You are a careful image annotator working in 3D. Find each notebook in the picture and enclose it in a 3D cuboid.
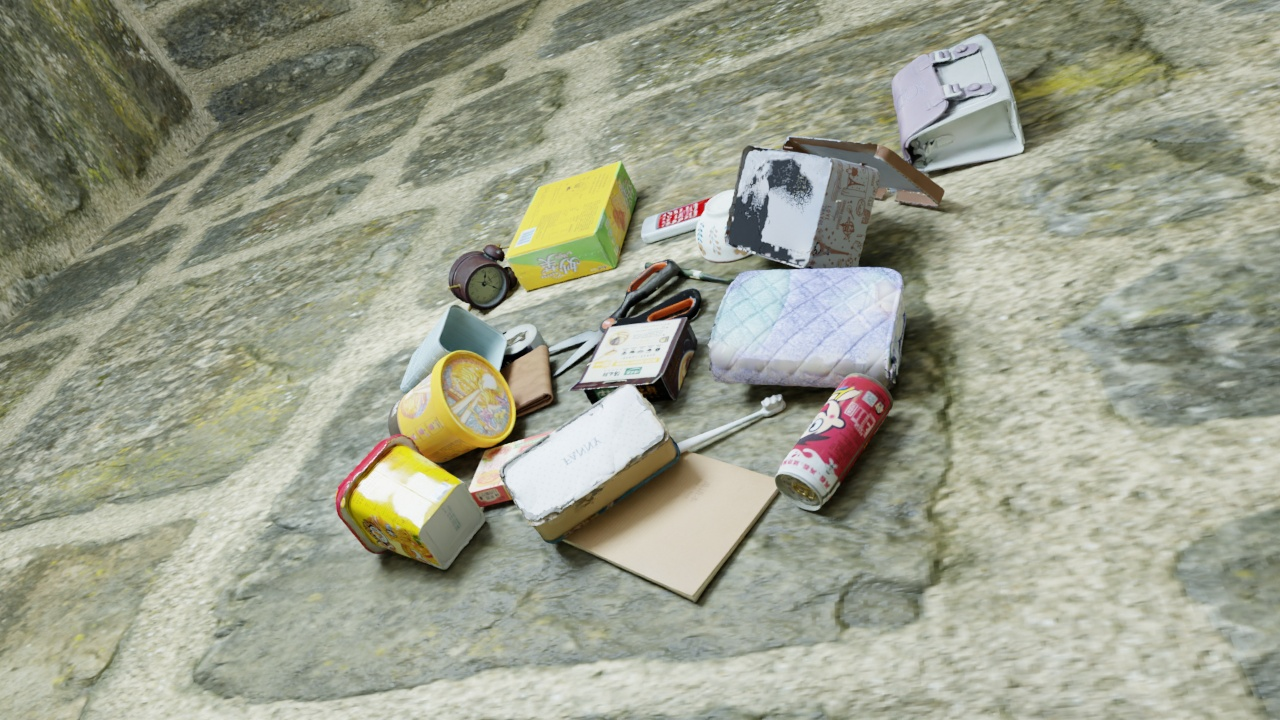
[{"bbox_3d":[0.019,0.147,0.914,0.212,0.012,0.149,13,50,44],"label":"notebook"}]

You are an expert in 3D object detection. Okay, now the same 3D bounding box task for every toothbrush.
[{"bbox_3d":[0.072,-0.117,1.220,0.186,0.012,0.017,15,47,46],"label":"toothbrush"},{"bbox_3d":[0.067,0.077,0.955,0.180,0.016,0.016,-24,33,0],"label":"toothbrush"}]

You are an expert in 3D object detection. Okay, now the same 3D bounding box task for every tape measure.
[{"bbox_3d":[-0.162,-0.018,1.238,0.066,0.033,0.065,-24,36,7],"label":"tape measure"}]

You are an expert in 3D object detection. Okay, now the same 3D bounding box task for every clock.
[{"bbox_3d":[-0.233,-0.127,1.388,0.121,0.082,0.055,-39,40,-14],"label":"clock"}]

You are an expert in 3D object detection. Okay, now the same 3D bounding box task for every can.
[{"bbox_3d":[0.180,0.075,0.854,0.053,0.053,0.132,13,51,44],"label":"can"}]

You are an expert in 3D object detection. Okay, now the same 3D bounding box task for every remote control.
[{"bbox_3d":[0.065,-0.207,1.335,0.136,0.020,0.055,-14,37,20],"label":"remote control"}]

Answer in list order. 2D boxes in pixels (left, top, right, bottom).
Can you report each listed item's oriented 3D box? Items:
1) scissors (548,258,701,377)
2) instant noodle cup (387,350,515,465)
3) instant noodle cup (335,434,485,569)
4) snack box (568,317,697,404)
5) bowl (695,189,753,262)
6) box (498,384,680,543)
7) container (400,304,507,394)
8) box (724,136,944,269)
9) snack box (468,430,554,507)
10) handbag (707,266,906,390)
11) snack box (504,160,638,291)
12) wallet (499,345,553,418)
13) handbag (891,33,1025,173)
[{"bbox_3d":[-0.019,-0.054,1.188,0.211,0.022,0.221,12,56,40],"label":"scissors"},{"bbox_3d":[-0.230,0.065,1.098,0.115,0.118,0.118,-31,29,30],"label":"instant noodle cup"},{"bbox_3d":[-0.247,0.161,1.005,0.124,0.116,0.115,17,54,32],"label":"instant noodle cup"},{"bbox_3d":[-0.006,0.006,1.077,0.113,0.053,0.125,-6,41,30],"label":"snack box"},{"bbox_3d":[0.123,-0.190,1.235,0.113,0.062,0.113,-18,34,13],"label":"bowl"},{"bbox_3d":[-0.046,0.100,0.932,0.184,0.060,0.089,-31,57,-7],"label":"box"},{"bbox_3d":[-0.246,0.005,1.191,0.112,0.090,0.090,-40,27,32],"label":"container"},{"bbox_3d":[0.238,-0.189,1.122,0.193,0.157,0.183,6,13,-31],"label":"box"},{"bbox_3d":[-0.115,0.115,1.026,0.153,0.025,0.075,-17,31,21],"label":"snack box"},{"bbox_3d":[0.178,-0.030,0.959,0.194,0.076,0.133,2,48,26],"label":"handbag"},{"bbox_3d":[-0.101,-0.208,1.410,0.158,0.070,0.209,-13,37,22],"label":"snack box"},{"bbox_3d":[-0.164,0.038,1.172,0.115,0.020,0.101,-27,36,11],"label":"wallet"},{"bbox_3d":[0.406,-0.334,1.199,0.145,0.098,0.196,-19,34,23],"label":"handbag"}]
